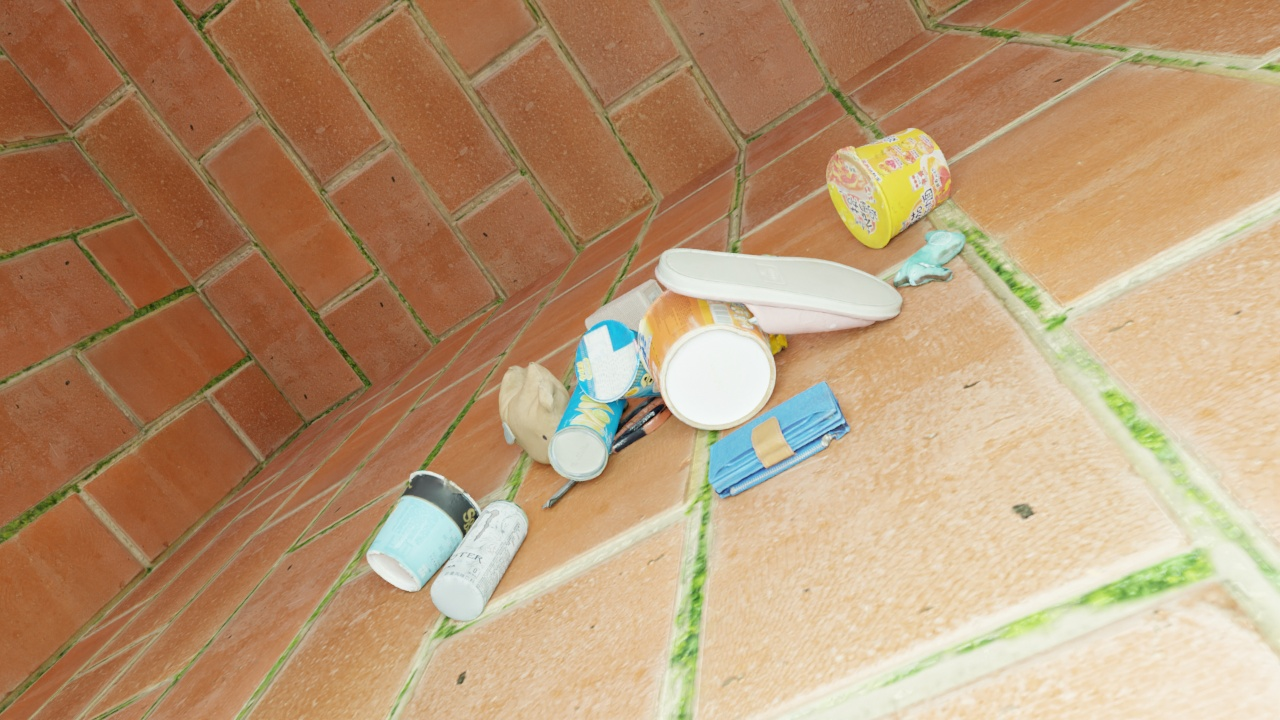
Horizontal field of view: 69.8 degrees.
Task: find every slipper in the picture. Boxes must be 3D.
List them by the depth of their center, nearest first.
[{"bbox_3d":[0.145,-0.068,0.952,0.274,0.055,0.114,5,31,-18],"label":"slipper"}]

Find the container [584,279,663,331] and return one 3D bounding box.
[{"bbox_3d":[-0.010,-0.065,1.462,0.111,0.090,0.089,-31,7,28],"label":"container"}]

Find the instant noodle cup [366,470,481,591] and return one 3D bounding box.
[{"bbox_3d":[-0.276,0.218,1.146,0.111,0.111,0.120,-20,27,46],"label":"instant noodle cup"}]

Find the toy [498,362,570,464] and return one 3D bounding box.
[{"bbox_3d":[-0.128,0.072,1.207,0.082,0.143,0.226,-28,7,-21],"label":"toy"}]

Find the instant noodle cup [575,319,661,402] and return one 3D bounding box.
[{"bbox_3d":[-0.007,0.007,1.116,0.099,0.099,0.109,-25,-22,33],"label":"instant noodle cup"}]

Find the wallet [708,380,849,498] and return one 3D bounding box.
[{"bbox_3d":[0.123,0.071,0.844,0.133,0.040,0.106,-32,10,13],"label":"wallet"}]

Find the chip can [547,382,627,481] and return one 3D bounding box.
[{"bbox_3d":[-0.058,0.069,1.131,0.071,0.071,0.209,-30,15,16],"label":"chip can"}]

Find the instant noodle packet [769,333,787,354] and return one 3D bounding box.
[{"bbox_3d":[0.111,-0.013,1.110,0.128,0.044,0.110,-35,26,8],"label":"instant noodle packet"}]

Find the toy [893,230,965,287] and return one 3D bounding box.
[{"bbox_3d":[0.320,-0.109,1.005,0.092,0.030,0.096,-42,22,-10],"label":"toy"}]

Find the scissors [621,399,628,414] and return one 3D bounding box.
[{"bbox_3d":[-0.050,0.052,1.336,0.171,0.019,0.179,-17,26,52],"label":"scissors"}]

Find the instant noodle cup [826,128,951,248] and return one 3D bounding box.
[{"bbox_3d":[0.327,-0.230,1.195,0.109,0.138,0.138,-28,13,-8],"label":"instant noodle cup"}]

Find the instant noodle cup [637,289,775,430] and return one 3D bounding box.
[{"bbox_3d":[0.075,-0.002,0.988,0.151,0.151,0.111,-32,22,9],"label":"instant noodle cup"}]

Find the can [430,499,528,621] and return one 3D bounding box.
[{"bbox_3d":[-0.171,0.214,0.996,0.058,0.058,0.146,-28,16,25],"label":"can"}]

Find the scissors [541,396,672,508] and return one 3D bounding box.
[{"bbox_3d":[-0.032,0.107,1.120,0.193,0.015,0.206,-27,16,25],"label":"scissors"}]

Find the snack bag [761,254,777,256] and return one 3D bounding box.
[{"bbox_3d":[0.125,-0.095,1.366,0.190,0.039,0.110,-34,27,-12],"label":"snack bag"}]
